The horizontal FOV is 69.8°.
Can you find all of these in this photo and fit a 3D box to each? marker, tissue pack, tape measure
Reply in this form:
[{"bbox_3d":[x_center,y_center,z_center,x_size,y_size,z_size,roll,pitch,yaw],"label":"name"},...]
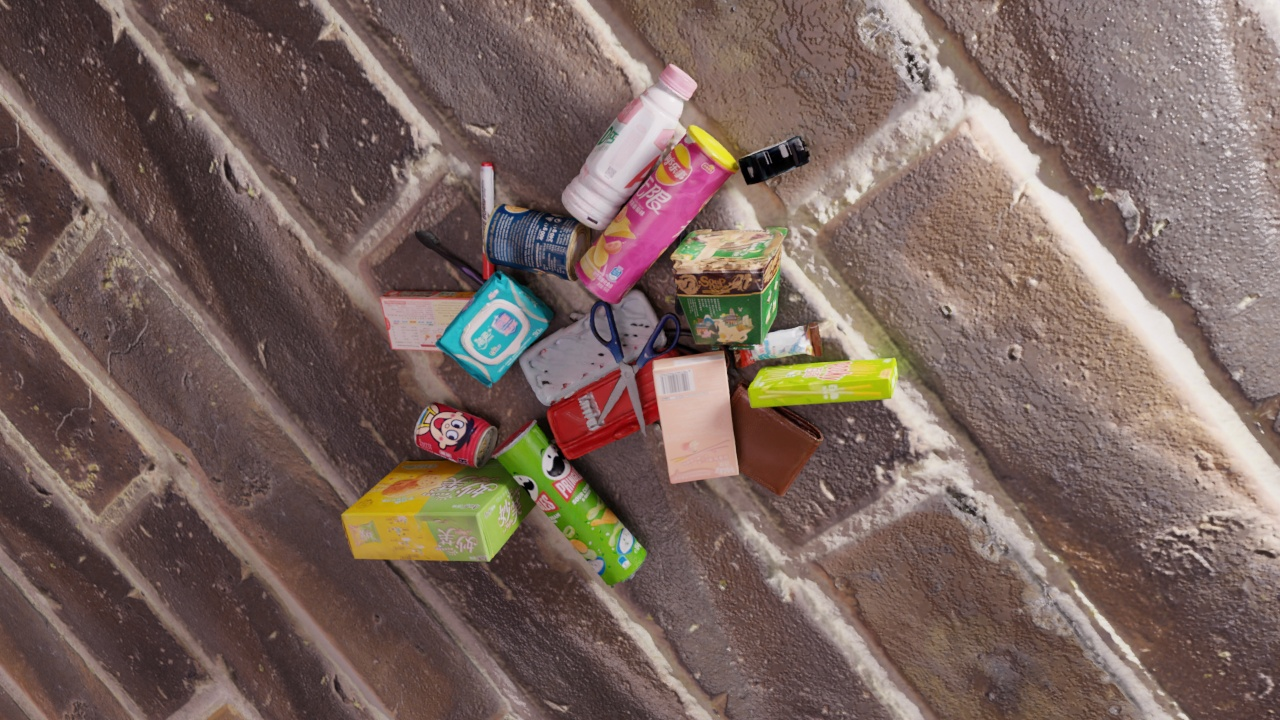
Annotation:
[{"bbox_3d":[-0.191,-0.173,1.147,0.017,0.017,0.145,8,110,17],"label":"marker"},{"bbox_3d":[-0.182,-0.039,1.143,0.093,0.050,0.134,38,105,-21],"label":"tissue pack"},{"bbox_3d":[0.140,-0.213,0.986,0.065,0.066,0.033,-23,100,-11],"label":"tape measure"}]

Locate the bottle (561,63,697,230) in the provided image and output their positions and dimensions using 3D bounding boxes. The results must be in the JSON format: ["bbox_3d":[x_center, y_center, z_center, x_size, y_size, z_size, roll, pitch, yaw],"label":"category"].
[{"bbox_3d":[-0.010,-0.240,1.034,0.068,0.068,0.197,41,113,3],"label":"bottle"}]

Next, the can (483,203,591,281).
[{"bbox_3d":[-0.121,-0.141,1.100,0.111,0.075,0.075,13,111,15],"label":"can"}]

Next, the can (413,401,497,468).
[{"bbox_3d":[-0.247,0.101,1.231,0.094,0.066,0.067,19,113,13],"label":"can"}]

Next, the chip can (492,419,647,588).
[{"bbox_3d":[-0.089,0.186,1.190,0.072,0.072,0.236,-36,99,26],"label":"chip can"}]

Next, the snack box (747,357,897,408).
[{"bbox_3d":[0.206,0.025,1.033,0.157,0.085,0.026,-4,105,22],"label":"snack box"}]

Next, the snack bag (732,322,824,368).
[{"bbox_3d":[0.158,-0.018,1.069,0.104,0.026,0.048,-5,118,22],"label":"snack bag"}]

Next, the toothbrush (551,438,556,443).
[{"bbox_3d":[-0.077,0.095,1.196,0.180,0.016,0.016,-20,102,24],"label":"toothbrush"}]

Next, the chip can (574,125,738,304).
[{"bbox_3d":[0.015,-0.160,1.032,0.071,0.071,0.211,43,113,2],"label":"chip can"}]

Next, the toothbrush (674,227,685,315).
[{"bbox_3d":[0.048,-0.142,1.074,0.016,0.018,0.181,6,107,24],"label":"toothbrush"}]

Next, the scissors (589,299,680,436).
[{"bbox_3d":[-0.014,0.001,1.089,0.163,0.012,0.174,-36,85,22],"label":"scissors"}]

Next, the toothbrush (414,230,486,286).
[{"bbox_3d":[-0.214,-0.110,1.181,0.189,0.016,0.014,38,125,1],"label":"toothbrush"}]

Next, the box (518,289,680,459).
[{"bbox_3d":[-0.044,0.019,1.133,0.201,0.039,0.158,-27,84,26],"label":"box"}]

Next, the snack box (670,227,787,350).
[{"bbox_3d":[0.102,-0.080,1.030,0.118,0.117,0.106,2,120,22],"label":"snack box"}]

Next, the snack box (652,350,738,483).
[{"bbox_3d":[0.066,0.068,1.076,0.084,0.026,0.157,-8,116,3],"label":"snack box"}]

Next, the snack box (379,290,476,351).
[{"bbox_3d":[-0.263,-0.051,1.203,0.156,0.027,0.077,2,116,19],"label":"snack box"}]

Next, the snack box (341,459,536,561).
[{"bbox_3d":[-0.262,0.195,1.218,0.210,0.157,0.070,-4,110,21],"label":"snack box"}]

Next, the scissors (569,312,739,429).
[{"bbox_3d":[0.016,-0.017,1.126,0.189,0.015,0.225,-15,103,24],"label":"scissors"}]

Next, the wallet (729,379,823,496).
[{"bbox_3d":[0.146,0.096,1.110,0.124,0.032,0.101,34,118,7],"label":"wallet"}]
